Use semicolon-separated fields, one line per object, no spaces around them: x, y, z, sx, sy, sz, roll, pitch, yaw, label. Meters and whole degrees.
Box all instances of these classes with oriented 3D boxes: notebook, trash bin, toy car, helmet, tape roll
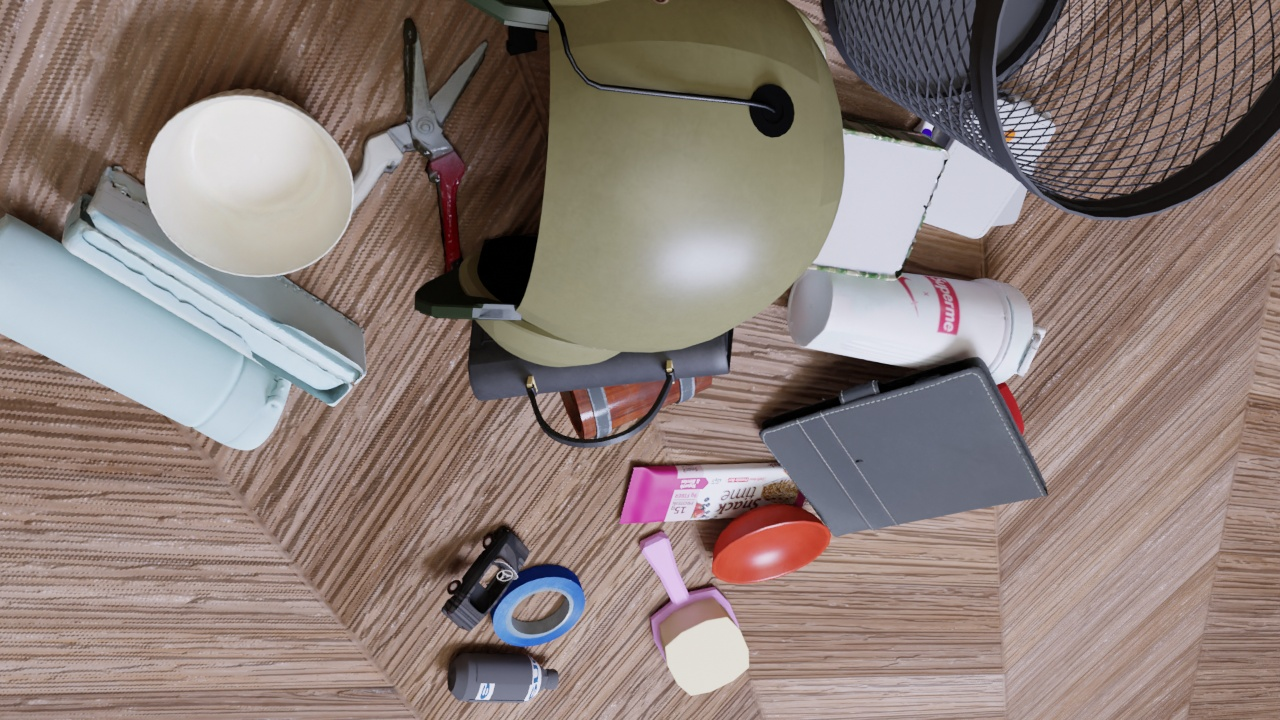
0.233;0.085;0.830;0.210;0.029;0.169;-21;119;30;notebook
0.246;-0.228;0.560;0.217;0.227;0.218;-8;120;-13;trash bin
-0.136;0.196;0.820;0.092;0.037;0.040;-53;130;-23;toy car
-0.005;-0.121;0.517;0.232;0.255;0.251;1;122;-17;helmet
-0.100;0.239;0.892;0.091;0.016;0.093;-14;127;-11;tape roll

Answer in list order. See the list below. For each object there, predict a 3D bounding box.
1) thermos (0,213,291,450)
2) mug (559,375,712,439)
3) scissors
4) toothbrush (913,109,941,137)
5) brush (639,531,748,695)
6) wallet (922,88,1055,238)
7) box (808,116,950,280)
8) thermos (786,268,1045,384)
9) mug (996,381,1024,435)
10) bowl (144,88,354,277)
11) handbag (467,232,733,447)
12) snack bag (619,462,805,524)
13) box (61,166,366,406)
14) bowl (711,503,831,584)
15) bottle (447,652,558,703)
-0.331;-0.010;0.605;0.078;0.065;0.207;-28;132;29;thermos
-0.004;0.004;0.715;0.111;0.081;0.117;-19;168;-13;mug
-0.162;-0.121;0.624;0.179;0.015;0.199;-24;127;-4;scissors
0.222;-0.176;0.732;0.016;0.015;0.187;10;118;-24;toothbrush
0.050;0.264;0.950;0.089;0.043;0.229;-25;128;-3;brush
0.285;-0.159;0.754;0.115;0.037;0.119;11;122;-27;wallet
0.122;-0.130;0.695;0.205;0.050;0.118;4;119;-18;box
0.240;-0.030;0.789;0.220;0.099;0.099;6;120;-20;thermos
0.306;0.069;0.887;0.096;0.080;0.116;-30;122;1;mug
-0.239;-0.116;0.568;0.115;0.062;0.115;-10;126;-14;bowl
-0.026;-0.011;0.605;0.176;0.195;0.072;-7;127;8;handbag
0.078;0.128;0.885;0.196;0.016;0.070;1;124;-22;snack bag
-0.270;-0.040;0.600;0.067;0.083;0.199;-31;130;23;box
0.125;0.177;0.910;0.122;0.035;0.122;-10;142;-8;bowl
-0.135;0.316;0.914;0.112;0.047;0.047;13;117;-28;bottle
